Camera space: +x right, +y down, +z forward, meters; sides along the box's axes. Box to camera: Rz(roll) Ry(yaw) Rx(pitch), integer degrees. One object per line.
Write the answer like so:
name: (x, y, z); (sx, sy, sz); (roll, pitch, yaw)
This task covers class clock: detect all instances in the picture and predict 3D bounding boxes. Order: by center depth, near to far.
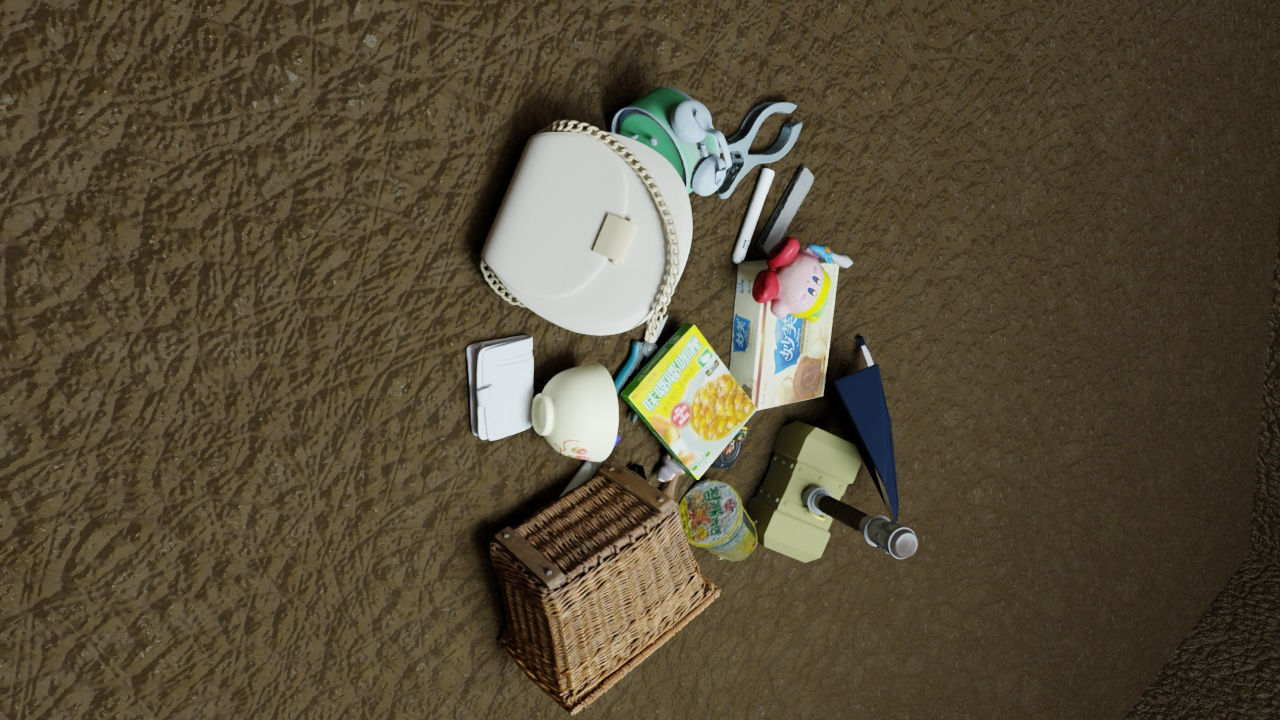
clock: (0.038, -0.239, 1.035); (0.075, 0.162, 0.122); (-39, 125, -25)

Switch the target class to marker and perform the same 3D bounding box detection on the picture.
marker: (-0.075, 0.150, 1.170); (0.141, 0.020, 0.020); (-53, 130, -13)
marker: (0.152, -0.194, 1.241); (0.020, 0.017, 0.133); (16, 94, -43)
marker: (0.010, 0.191, 1.249); (0.025, 0.025, 0.126); (-37, 125, -25)

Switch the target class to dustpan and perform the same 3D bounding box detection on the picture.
dustpan: (0.359, 0.089, 1.401); (0.080, 0.272, 0.236); (-25, 150, 7)

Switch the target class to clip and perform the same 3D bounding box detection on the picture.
clip: (0.143, -0.297, 1.194); (0.163, 0.028, 0.108); (-43, 126, -21)

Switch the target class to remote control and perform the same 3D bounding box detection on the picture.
remote control: (0.203, -0.207, 1.281); (0.033, 0.013, 0.136); (36, 79, -42)

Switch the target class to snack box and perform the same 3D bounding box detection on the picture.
snack box: (0.067, 0.055, 1.206); (0.131, 0.027, 0.168); (-48, 119, -15)
snack box: (0.203, -0.040, 1.310); (0.153, 0.055, 0.207); (-9, 110, -37)

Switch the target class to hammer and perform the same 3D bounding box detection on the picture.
hammer: (0.276, 0.207, 1.264); (0.100, 0.325, 0.190); (24, 89, -18)

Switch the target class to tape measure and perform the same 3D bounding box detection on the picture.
tape measure: (0.112, 0.118, 1.299); (0.072, 0.042, 0.071); (23, 90, -46)

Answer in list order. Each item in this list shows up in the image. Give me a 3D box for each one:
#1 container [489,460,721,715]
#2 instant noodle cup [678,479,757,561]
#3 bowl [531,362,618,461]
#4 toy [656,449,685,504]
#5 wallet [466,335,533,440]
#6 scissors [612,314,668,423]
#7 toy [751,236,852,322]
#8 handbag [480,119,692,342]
container: (-0.053, 0.258, 1.117); (0.249, 0.162, 0.183); (-32, 129, -28)
instant noodle cup: (0.117, 0.236, 1.313); (0.102, 0.102, 0.108); (-55, 139, -12)
bowl: (-0.085, 0.062, 1.075); (0.074, 0.118, 0.118); (-1, 105, -28)
toy: (0.048, 0.141, 1.255); (0.101, 0.042, 0.055); (-65, 154, -13)
wallet: (-0.156, 0.031, 1.055); (0.086, 0.032, 0.116); (-19, 116, -36)
scissors: (-0.003, 0.014, 1.182); (0.122, 0.019, 0.149); (-19, 111, -30)
toy: (0.216, -0.102, 1.224); (0.131, 0.097, 0.124); (29, 78, -21)
handbag: (-0.050, -0.136, 0.996); (0.208, 0.103, 0.210); (23, 90, 3)
